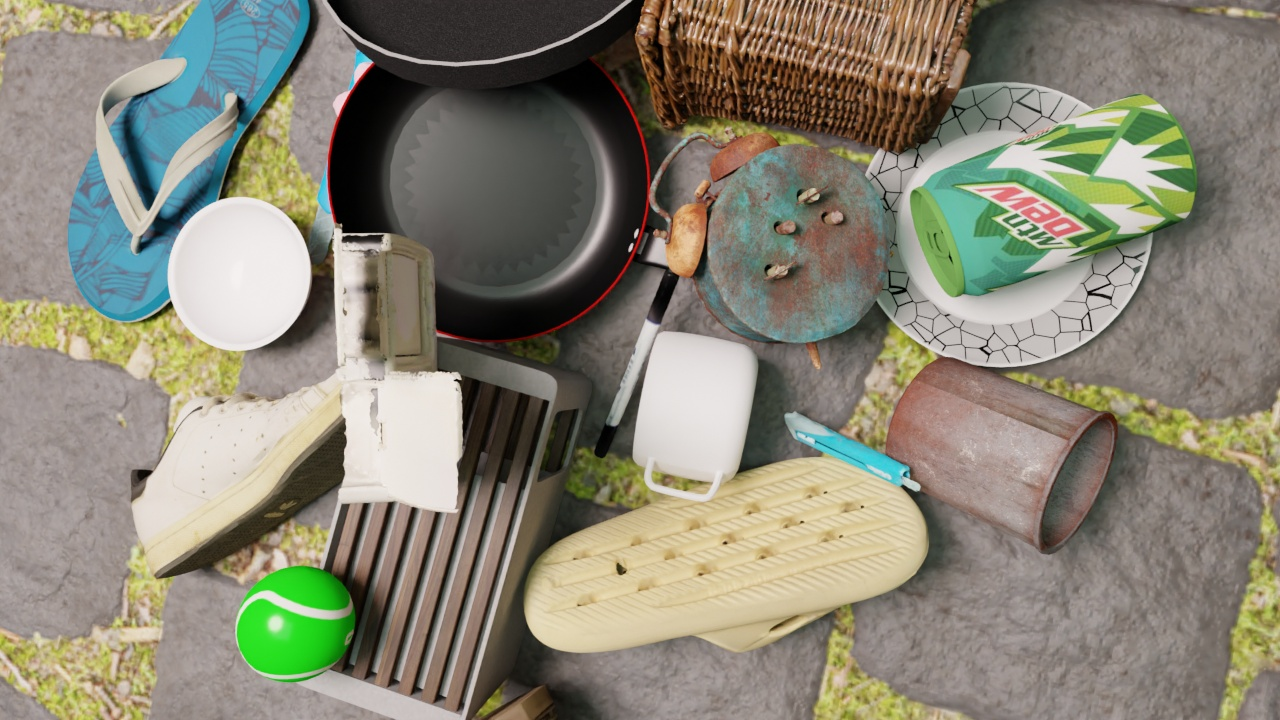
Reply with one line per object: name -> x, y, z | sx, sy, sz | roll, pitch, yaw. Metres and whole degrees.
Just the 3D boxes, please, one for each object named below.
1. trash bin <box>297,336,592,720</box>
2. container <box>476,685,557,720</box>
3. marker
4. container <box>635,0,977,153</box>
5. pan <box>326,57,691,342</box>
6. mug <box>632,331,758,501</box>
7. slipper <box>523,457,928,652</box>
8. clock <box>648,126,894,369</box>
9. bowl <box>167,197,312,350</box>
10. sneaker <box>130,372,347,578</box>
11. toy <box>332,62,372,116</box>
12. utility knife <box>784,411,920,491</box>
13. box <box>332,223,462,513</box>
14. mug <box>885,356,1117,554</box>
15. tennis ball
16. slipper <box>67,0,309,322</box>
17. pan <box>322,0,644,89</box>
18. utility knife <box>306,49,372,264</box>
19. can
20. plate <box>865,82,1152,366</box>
trash bin -> -0.125, 0.106, 0.615 | 0.114, 0.114, 0.229 | 16, 91, 8
container -> -0.094, 0.337, 0.561 | 0.227, 0.227, 0.196 | -32, 78, 6
marker -> -0.004, 0.004, 0.625 | 0.011, 0.011, 0.152 | 26, 114, 7
container -> 0.127, -0.258, 0.560 | 0.183, 0.162, 0.250 | 19, 90, 8
pan -> -0.031, -0.092, 0.627 | 0.356, 0.067, 0.209 | 20, 99, -10
mug -> 0.035, 0.039, 0.598 | 0.068, 0.094, 0.115 | 11, 53, 5
slipper -> 0.054, 0.139, 0.607 | 0.261, 0.079, 0.111 | -14, 46, 2
clock -> 0.080, -0.080, 0.575 | 0.157, 0.073, 0.121 | 36, 82, -9
bowl -> -0.285, -0.062, 0.677 | 0.110, 0.040, 0.110 | 0, 89, 8
sneaker -> -0.272, 0.054, 0.658 | 0.242, 0.089, 0.102 | -37, 76, 10
toy -> -0.174, -0.166, 0.658 | 0.093, 0.050, 0.102 | 38, 97, -6
utility knife -> 0.136, 0.058, 0.591 | 0.015, 0.118, 0.022 | -35, 120, -19
box -> -0.127, 0.005, 0.472 | 0.065, 0.186, 0.145 | -2, 94, -18
mug -> 0.228, 0.059, 0.574 | 0.110, 0.123, 0.096 | 34, 93, 41
tennis ball -> -0.200, 0.152, 0.532 | 0.065, 0.065, 0.065 | 0, 89, 8
slipper -> -0.350, -0.169, 0.680 | 0.118, 0.060, 0.295 | 32, 93, 10
pan -> -0.094, -0.318, 0.605 | 0.225, 0.034, 0.355 | -7, 62, 4
utility knife -> -0.218, -0.161, 0.683 | 0.031, 0.015, 0.196 | 20, 93, 10
can -> 0.249, -0.098, 0.564 | 0.144, 0.083, 0.083 | -21, 86, 7
plate -> 0.241, -0.090, 0.617 | 0.189, 0.016, 0.188 | 0, 89, 8
